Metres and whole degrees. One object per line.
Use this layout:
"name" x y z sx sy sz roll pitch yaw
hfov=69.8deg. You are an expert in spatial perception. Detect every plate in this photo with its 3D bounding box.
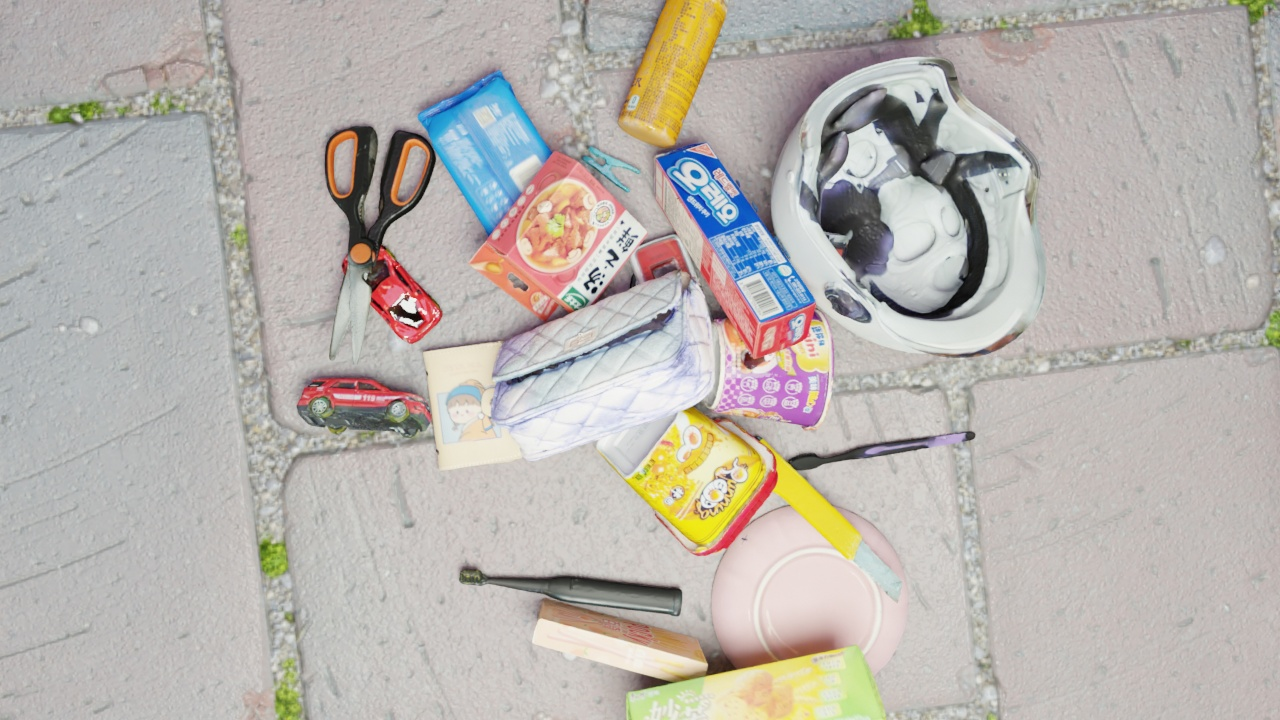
"plate" 0.165 0.235 0.874 0.192 0.039 0.192 0 91 -2

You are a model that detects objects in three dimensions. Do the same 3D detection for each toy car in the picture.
"toy car" -0.235 -0.066 0.860 0.049 0.031 0.106 -42 90 -2
"toy car" -0.254 0.042 0.849 0.120 0.053 0.045 5 66 2

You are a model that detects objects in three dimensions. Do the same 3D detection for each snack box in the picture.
"snack box" -0.020 0.259 0.846 0.157 0.084 0.026 15 87 -3
"snack box" 0.077 -0.102 0.804 0.057 0.058 0.207 -21 59 -12
"snack box" -0.071 -0.102 0.825 0.127 0.044 0.113 -52 136 0
"snack box" 0.100 0.334 0.815 0.210 0.158 0.070 -11 49 -1

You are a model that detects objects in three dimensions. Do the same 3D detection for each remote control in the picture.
"remote control" 0.036 -0.050 0.869 0.055 0.020 0.136 -21 92 -13

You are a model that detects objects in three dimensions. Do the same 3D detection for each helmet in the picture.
"helmet" 0.219 -0.118 0.811 0.228 0.146 0.258 -42 97 -18

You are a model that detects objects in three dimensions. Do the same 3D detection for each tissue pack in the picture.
"tissue pack" -0.129 -0.182 0.850 0.095 0.052 0.157 -33 92 -3

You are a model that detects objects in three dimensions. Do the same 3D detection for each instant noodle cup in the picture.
"instant noodle cup" 0.110 0.006 0.826 0.099 0.111 0.111 2 91 -10
"instant noodle cup" 0.037 0.091 0.815 0.123 0.116 0.116 39 90 -31

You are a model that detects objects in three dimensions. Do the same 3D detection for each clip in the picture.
"clip" -0.029 -0.183 0.872 0.056 0.014 0.040 29 89 -2

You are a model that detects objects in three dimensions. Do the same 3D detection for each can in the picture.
"can" 0.031 -0.274 0.850 0.058 0.058 0.146 22 90 -2

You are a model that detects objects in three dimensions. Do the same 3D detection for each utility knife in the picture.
"utility knife" 0.166 0.145 0.858 0.033 0.015 0.207 -46 74 1

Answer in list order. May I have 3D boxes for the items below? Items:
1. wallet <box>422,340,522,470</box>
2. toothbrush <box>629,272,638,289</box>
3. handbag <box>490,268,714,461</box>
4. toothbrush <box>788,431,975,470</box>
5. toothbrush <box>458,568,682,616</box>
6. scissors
"wallet" -0.155 0.042 0.869 0.087 0.024 0.115 -7 90 3
"toothbrush" -0.005 0.005 0.876 0.016 0.018 0.181 2 89 5
"handbag" -0.034 0.000 0.795 0.194 0.134 0.075 -21 124 16
"toothbrush" 0.233 0.086 0.889 0.189 0.016 0.014 -8 103 -5
"toothbrush" -0.067 0.217 0.872 0.212 0.027 0.026 8 54 -2
"scissors" -0.266 -0.112 0.844 0.162 0.022 0.233 31 82 7
